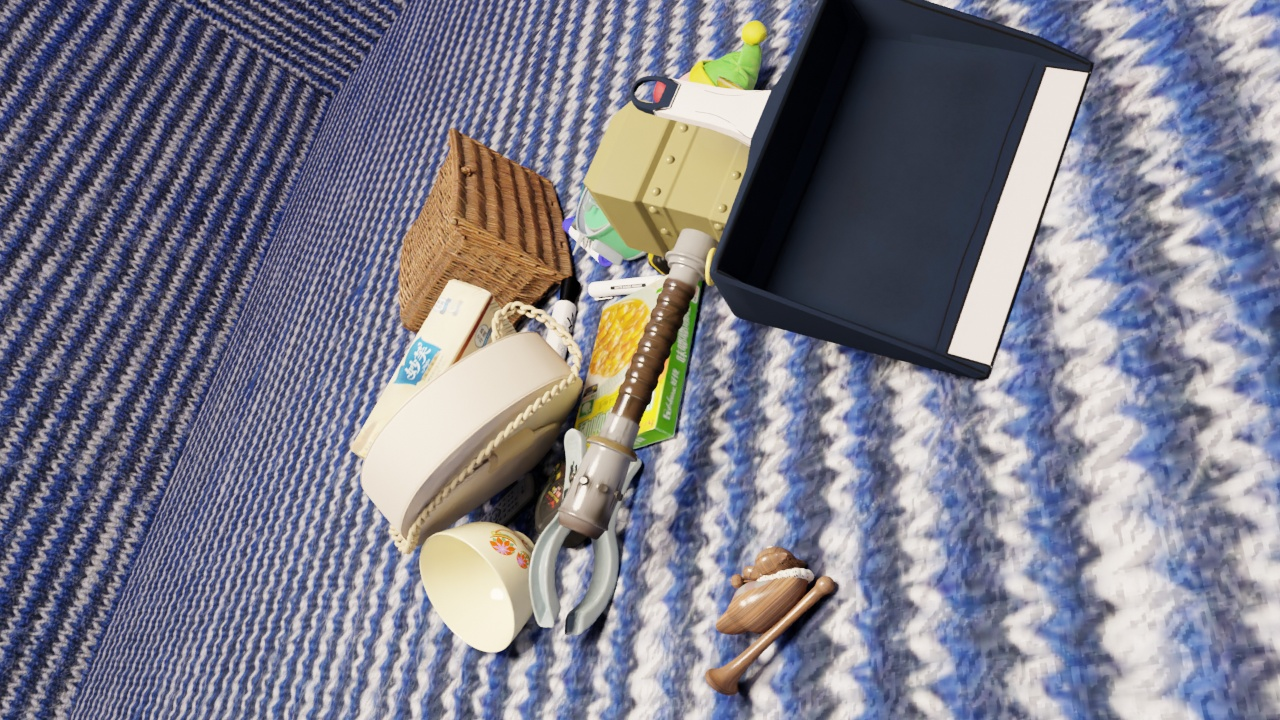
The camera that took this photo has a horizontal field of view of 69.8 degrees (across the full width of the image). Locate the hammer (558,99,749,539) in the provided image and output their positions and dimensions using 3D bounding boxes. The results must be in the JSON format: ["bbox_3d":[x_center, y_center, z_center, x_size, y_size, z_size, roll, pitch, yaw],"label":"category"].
[{"bbox_3d":[0.015,-0.021,0.704,0.190,0.100,0.324,18,78,21],"label":"hammer"}]

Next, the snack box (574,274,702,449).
[{"bbox_3d":[-0.005,0.005,0.857,0.132,0.027,0.167,-22,48,48],"label":"snack box"}]

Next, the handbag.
[{"bbox_3d":[-0.158,0.066,0.851,0.210,0.103,0.209,-33,-17,-39],"label":"handbag"}]

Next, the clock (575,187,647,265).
[{"bbox_3d":[-0.011,-0.189,0.981,0.122,0.075,0.161,-32,40,39],"label":"clock"}]

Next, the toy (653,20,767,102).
[{"bbox_3d":[0.073,-0.271,0.919,0.131,0.097,0.124,-13,40,18],"label":"toy"}]

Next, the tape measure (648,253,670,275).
[{"bbox_3d":[0.040,-0.109,0.879,0.067,0.038,0.062,-22,39,42],"label":"tape measure"}]

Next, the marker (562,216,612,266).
[{"bbox_3d":[-0.062,-0.141,1.071,0.020,0.020,0.141,-56,31,8],"label":"marker"}]

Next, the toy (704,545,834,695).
[{"bbox_3d":[0.076,0.162,0.594,0.102,0.041,0.055,-46,55,9],"label":"toy"}]

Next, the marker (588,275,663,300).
[{"bbox_3d":[-0.013,-0.075,0.947,0.134,0.017,0.020,2,103,56],"label":"marker"}]

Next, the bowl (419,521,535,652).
[{"bbox_3d":[-0.132,0.193,0.832,0.118,0.118,0.073,-27,2,43],"label":"bowl"}]

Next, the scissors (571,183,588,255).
[{"bbox_3d":[-0.054,-0.185,1.081,0.122,0.019,0.149,-42,35,4],"label":"scissors"}]

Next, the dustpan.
[{"bbox_3d":[0.124,-0.141,0.609,0.273,0.080,0.236,17,77,27],"label":"dustpan"}]

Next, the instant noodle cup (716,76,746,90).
[{"bbox_3d":[0.087,-0.184,0.823,0.108,0.102,0.102,-60,29,18],"label":"instant noodle cup"}]

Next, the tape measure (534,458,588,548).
[{"bbox_3d":[-0.062,0.130,0.825,0.072,0.042,0.071,-57,31,-4],"label":"tape measure"}]

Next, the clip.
[{"bbox_3d":[-0.035,0.149,0.767,0.028,0.108,0.163,-16,56,49],"label":"clip"}]

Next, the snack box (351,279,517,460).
[{"bbox_3d":[-0.204,0.041,0.979,0.055,0.153,0.207,20,70,20],"label":"snack box"}]

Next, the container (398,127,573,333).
[{"bbox_3d":[-0.208,-0.135,1.152,0.184,0.162,0.249,-50,31,24],"label":"container"}]

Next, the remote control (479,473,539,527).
[{"bbox_3d":[-0.149,0.166,0.948,0.137,0.013,0.033,-43,35,27],"label":"remote control"}]

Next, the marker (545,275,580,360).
[{"bbox_3d":[-0.088,-0.040,1.020,0.025,0.025,0.125,-24,46,45],"label":"marker"}]
